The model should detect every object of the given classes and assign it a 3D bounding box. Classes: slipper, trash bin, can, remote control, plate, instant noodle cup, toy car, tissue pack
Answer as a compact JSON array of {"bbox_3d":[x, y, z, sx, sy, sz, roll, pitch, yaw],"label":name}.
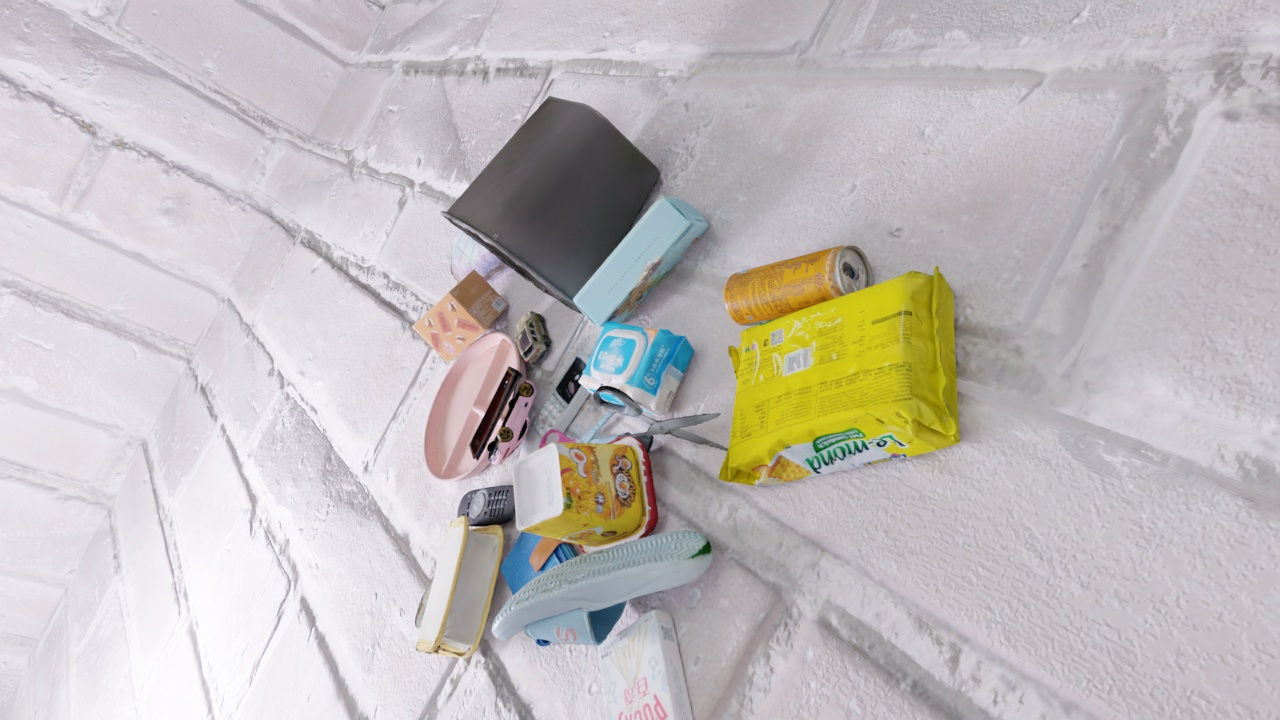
[{"bbox_3d":[-0.034,0.233,0.910,0.246,0.074,0.103,-23,6,23],"label":"slipper"},{"bbox_3d":[-0.110,-0.212,1.225,0.219,0.198,0.199,-54,37,-3],"label":"trash bin"},{"bbox_3d":[0.153,-0.072,0.908,0.146,0.058,0.058,-10,59,47],"label":"can"},{"bbox_3d":[-0.192,0.189,1.185,0.137,0.024,0.053,-14,58,47],"label":"remote control"},{"bbox_3d":[-0.237,0.068,1.318,0.230,0.028,0.229,-29,48,37],"label":"plate"},{"bbox_3d":[-0.062,0.138,0.959,0.116,0.123,0.116,-27,61,37],"label":"instant noodle cup"},{"bbox_3d":[-0.102,0.059,1.165,0.150,0.021,0.058,-57,36,8],"label":"remote control"},{"bbox_3d":[-0.161,0.080,1.175,0.056,0.037,0.122,-45,20,53],"label":"toy car"},{"bbox_3d":[-0.006,0.006,1.046,0.140,0.063,0.090,12,76,53],"label":"tissue pack"},{"bbox_3d":[-0.153,-0.035,1.278,0.042,0.035,0.090,-45,37,20],"label":"toy car"}]

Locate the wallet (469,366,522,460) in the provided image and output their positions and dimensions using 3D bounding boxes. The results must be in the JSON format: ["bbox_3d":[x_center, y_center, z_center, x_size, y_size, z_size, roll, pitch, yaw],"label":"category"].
[{"bbox_3d":[-0.189,0.068,1.193,0.122,0.020,0.096,-64,10,0],"label":"wallet"}]

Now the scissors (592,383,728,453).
[{"bbox_3d":[0.018,0.070,0.974,0.014,0.159,0.174,-44,-12,-39],"label":"scissors"}]

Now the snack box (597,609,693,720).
[{"bbox_3d":[0.006,0.322,0.855,0.085,0.027,0.156,-40,40,27],"label":"snack box"}]

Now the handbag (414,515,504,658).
[{"bbox_3d":[-0.236,0.288,1.156,0.179,0.063,0.163,-28,45,58],"label":"handbag"}]

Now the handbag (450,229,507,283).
[{"bbox_3d":[-0.217,-0.204,1.433,0.194,0.075,0.134,-31,46,36],"label":"handbag"}]

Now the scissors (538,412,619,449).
[{"bbox_3d":[-0.076,0.096,1.105,0.136,0.017,0.105,-49,51,19],"label":"scissors"}]

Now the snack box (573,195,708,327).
[{"bbox_3d":[0.001,-0.117,1.100,0.051,0.074,0.175,47,109,12],"label":"snack box"}]

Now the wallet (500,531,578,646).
[{"bbox_3d":[-0.110,0.241,1.042,0.106,0.040,0.133,-58,37,12],"label":"wallet"}]

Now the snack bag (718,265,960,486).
[{"bbox_3d":[0.169,0.017,0.822,0.247,0.068,0.157,-21,52,43],"label":"snack bag"}]

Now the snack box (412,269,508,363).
[{"bbox_3d":[-0.269,-0.067,1.374,0.095,0.077,0.092,-38,12,29],"label":"snack box"}]
